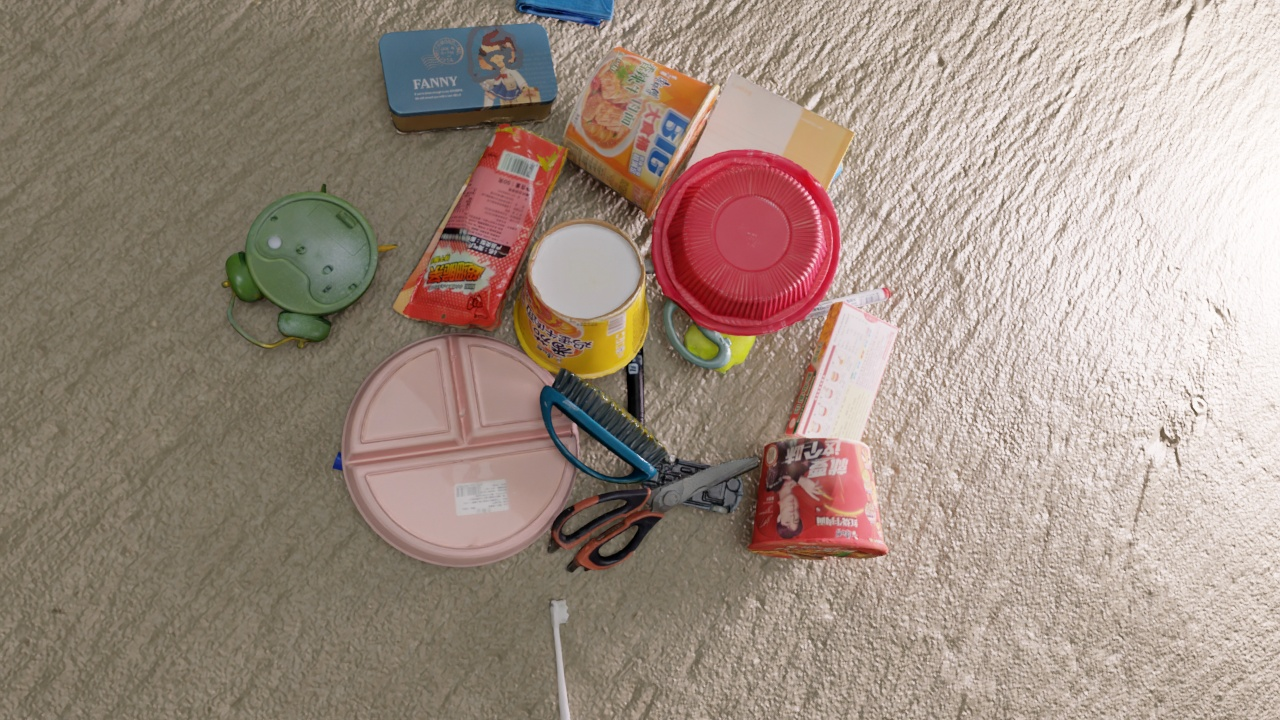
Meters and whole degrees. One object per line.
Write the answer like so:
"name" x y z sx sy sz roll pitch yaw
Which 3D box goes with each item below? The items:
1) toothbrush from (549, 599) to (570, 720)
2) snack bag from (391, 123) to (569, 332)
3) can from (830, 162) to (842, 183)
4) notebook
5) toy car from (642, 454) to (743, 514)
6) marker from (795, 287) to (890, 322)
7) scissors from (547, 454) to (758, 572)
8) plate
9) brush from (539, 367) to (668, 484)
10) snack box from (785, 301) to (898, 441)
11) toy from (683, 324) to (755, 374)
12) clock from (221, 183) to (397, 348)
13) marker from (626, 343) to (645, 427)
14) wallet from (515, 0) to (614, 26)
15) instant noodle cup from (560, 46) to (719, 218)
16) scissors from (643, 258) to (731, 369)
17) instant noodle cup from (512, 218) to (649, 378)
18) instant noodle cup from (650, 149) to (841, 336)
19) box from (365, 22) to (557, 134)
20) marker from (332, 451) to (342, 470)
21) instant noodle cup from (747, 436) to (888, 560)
"toothbrush" -0.072 0.324 0.893 0.016 0.016 0.180 -3 82 -21
"snack bag" -0.151 -0.127 0.896 0.129 0.073 0.207 14 74 31
"can" 0.158 -0.211 1.005 0.102 0.057 0.083 43 73 -5
"notebook" 0.114 -0.175 0.959 0.146 0.010 0.206 26 94 -1
"toy car" 0.054 0.127 0.943 0.105 0.031 0.049 13 83 -7
"marker" 0.212 -0.060 1.018 0.145 0.017 0.017 -14 86 -16
"scissors" 0.021 0.152 0.912 0.209 0.015 0.182 11 108 -18
"plate" -0.167 0.082 0.883 0.229 0.028 0.229 4 76 -18
"brush" -0.042 0.073 0.893 0.144 0.055 0.073 39 81 -18
"snack box" 0.219 0.022 0.994 0.077 0.027 0.155 24 82 -16
"toy" 0.091 -0.036 0.976 0.096 0.031 0.100 -6 80 -12
"clock" -0.318 -0.083 0.865 0.116 0.056 0.161 41 75 -5
"marker" -0.006 0.006 0.951 0.020 0.022 0.132 -1 82 -7
"wallet" -0.076 -0.432 0.986 0.106 0.040 0.133 6 82 -9
"instant noodle cup" -0.004 -0.235 0.925 0.111 0.151 0.151 29 76 0
"scissors" 0.085 -0.082 0.947 0.170 0.019 0.174 -18 87 2
"instant noodle cup" -0.055 -0.064 0.885 0.138 0.110 0.137 2 68 -5
"instant noodle cup" 0.107 -0.120 0.906 0.194 0.066 0.194 0 90 1
"box" -0.179 -0.283 0.925 0.184 0.064 0.089 -12 85 -17
"marker" -0.222 0.120 0.882 0.145 0.017 0.017 21 77 -11
"instant noodle cup" 0.177 0.140 0.925 0.138 0.138 0.108 7 72 -13
